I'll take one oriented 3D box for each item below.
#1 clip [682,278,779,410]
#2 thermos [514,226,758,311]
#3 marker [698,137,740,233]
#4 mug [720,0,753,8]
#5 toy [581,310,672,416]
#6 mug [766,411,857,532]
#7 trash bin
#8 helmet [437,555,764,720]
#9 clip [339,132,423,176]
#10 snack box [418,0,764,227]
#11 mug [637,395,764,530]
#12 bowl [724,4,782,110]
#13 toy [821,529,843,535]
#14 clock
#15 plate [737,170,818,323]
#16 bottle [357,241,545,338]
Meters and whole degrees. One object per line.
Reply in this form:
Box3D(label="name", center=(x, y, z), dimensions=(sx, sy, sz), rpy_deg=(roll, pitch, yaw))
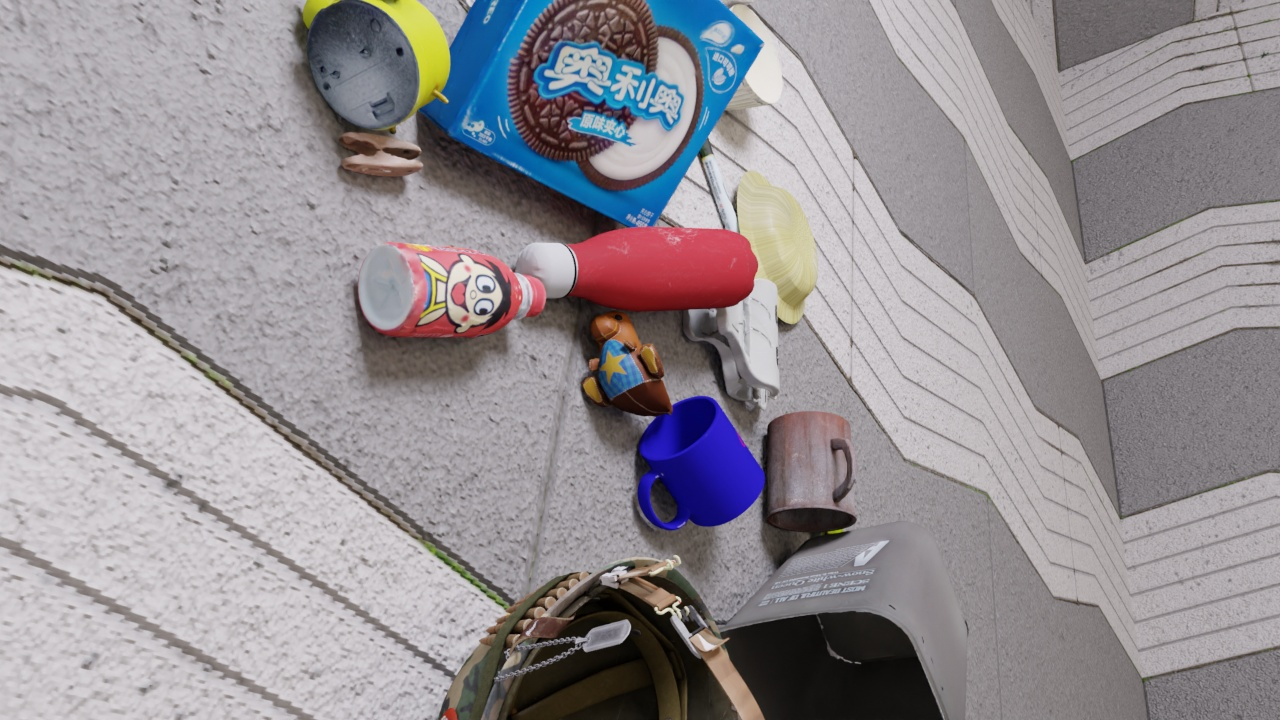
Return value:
Box3D(label="clip", center=(0.109, -0.031, 0.931), dimensions=(0.150, 0.089, 0.125), rpy_deg=(41, 44, -52))
Box3D(label="thermos", center=(-0.001, -0.078, 0.781), dimensions=(0.239, 0.073, 0.073), rpy_deg=(-6, 82, -42))
Box3D(label="marker", center=(0.088, -0.180, 1.002), dimensions=(0.017, 0.017, 0.146), rpy_deg=(-31, 103, -53))
Box3D(label="mug", center=(0.088, -0.428, 1.032), dimensions=(0.115, 0.094, 0.068), rpy_deg=(-44, 116, -76))
Box3D(label="toy", center=(-0.005, 0.004, 0.782), dimensions=(0.103, 0.071, 0.090), rpy_deg=(33, 33, -54))
Box3D(label="mug", center=(0.181, 0.109, 0.934), dimensions=(0.096, 0.123, 0.110), rpy_deg=(10, 64, -25))
Box3D(label="trash bin", center=(0.201, 0.270, 0.851), dimensions=(0.219, 0.198, 0.197), rpy_deg=(-32, 102, -59))
Box3D(label="helmet", center=(-0.012, 0.217, 0.526), dimensions=(0.223, 0.237, 0.192), rpy_deg=(-15, 85, -65))
Box3D(label="clip", center=(-0.176, -0.136, 0.622), dimensions=(0.061, 0.026, 0.049), rpy_deg=(42, 48, -36))
Box3D(label="snack box", center=(-0.029, -0.227, 0.727), dimensions=(0.238, 0.196, 0.056), rpy_deg=(18, 19, -49))
Box3D(label="mug", center=(0.044, 0.098, 0.796), dimensions=(0.111, 0.079, 0.083), rpy_deg=(-46, 118, -23))
Box3D(label="bowl", center=(0.106, -0.336, 1.043), dimensions=(0.115, 0.063, 0.115), rpy_deg=(24, 59, -47))
Box3D(label="toy", center=(0.212, 0.156, 1.031), dimensions=(0.093, 0.036, 0.094), rpy_deg=(5, 72, -59))
Box3D(label="clock", center=(-0.176, -0.210, 0.599), dimensions=(0.119, 0.083, 0.056), rpy_deg=(64, 32, -20))
Box3D(label="plate", center=(0.171, -0.137, 1.063), dimensions=(0.184, 0.036, 0.184), rpy_deg=(33, 49, -50))
Box3D(label="bottle", center=(-0.121, -0.046, 0.631), dimensions=(0.137, 0.062, 0.062), rpy_deg=(-3, 80, -53))
